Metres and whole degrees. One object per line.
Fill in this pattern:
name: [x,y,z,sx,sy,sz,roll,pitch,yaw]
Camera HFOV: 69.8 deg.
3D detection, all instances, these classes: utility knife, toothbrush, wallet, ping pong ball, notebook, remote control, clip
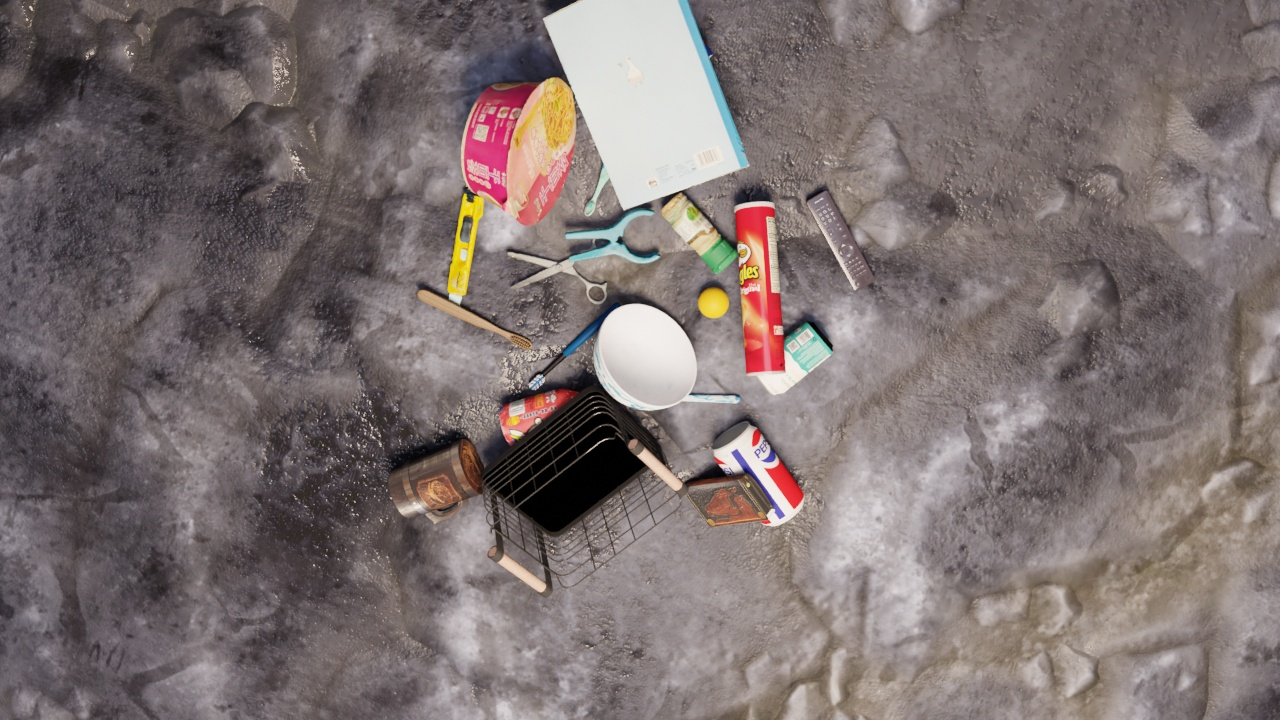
utility knife: [-0.232,-0.147,1.215,0.030,0.017,0.165,14,107,5]
toothbrush: [-0.089,-0.019,1.235,0.168,0.014,0.014,-42,108,11]
wallet: [0.117,0.187,1.225,0.072,0.019,0.123,53,144,-13]
ping pong ball: [0.095,-0.076,1.198,0.040,0.040,0.040,1,102,3]
toothbrush: [-0.221,-0.054,1.227,0.167,0.016,0.016,26,108,-7]
notebook: [0.007,-0.324,1.106,0.181,0.009,0.253,-14,110,29]
toothbrush: [-0.041,-0.247,1.180,0.022,0.017,0.135,25,103,-7]
remote control: [0.258,-0.154,1.185,0.032,0.015,0.136,-30,102,9]
clip: [-0.031,-0.174,1.181,0.130,0.031,0.121,12,108,-7]

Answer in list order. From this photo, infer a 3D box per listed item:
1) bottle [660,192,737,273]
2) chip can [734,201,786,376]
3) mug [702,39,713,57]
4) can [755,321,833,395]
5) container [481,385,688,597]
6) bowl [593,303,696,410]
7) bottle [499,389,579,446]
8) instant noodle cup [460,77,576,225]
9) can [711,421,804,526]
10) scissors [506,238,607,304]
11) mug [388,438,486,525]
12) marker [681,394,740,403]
bottle: [0.076,-0.164,1.180,0.043,0.043,0.111,-42,96,11]
chip can: [0.151,-0.089,1.160,0.052,0.052,0.214,-4,88,4]
mug: [0.023,-0.371,1.127,0.112,0.074,0.076,-33,100,35]
can: [0.200,-0.002,1.202,0.102,0.055,0.055,-40,98,10]
container: [-0.077,0.171,1.188,0.241,0.130,0.163,-38,123,10]
bowl: [-0.007,0.007,1.194,0.144,0.143,0.074,43,141,-6]
bottle: [-0.116,0.071,1.232,0.137,0.062,0.062,-16,101,8]
instant noodle cup: [-0.151,-0.260,1.114,0.078,0.178,0.179,17,103,16]
can: [0.158,0.152,1.231,0.070,0.070,0.132,-35,98,9]
scissors: [-0.094,-0.135,1.210,0.141,0.014,0.162,34,102,-8]
mug: [-0.270,0.176,1.263,0.107,0.079,0.116,-21,127,8]
marker: [0.064,0.050,1.243,0.142,0.013,0.013,2,102,2]
